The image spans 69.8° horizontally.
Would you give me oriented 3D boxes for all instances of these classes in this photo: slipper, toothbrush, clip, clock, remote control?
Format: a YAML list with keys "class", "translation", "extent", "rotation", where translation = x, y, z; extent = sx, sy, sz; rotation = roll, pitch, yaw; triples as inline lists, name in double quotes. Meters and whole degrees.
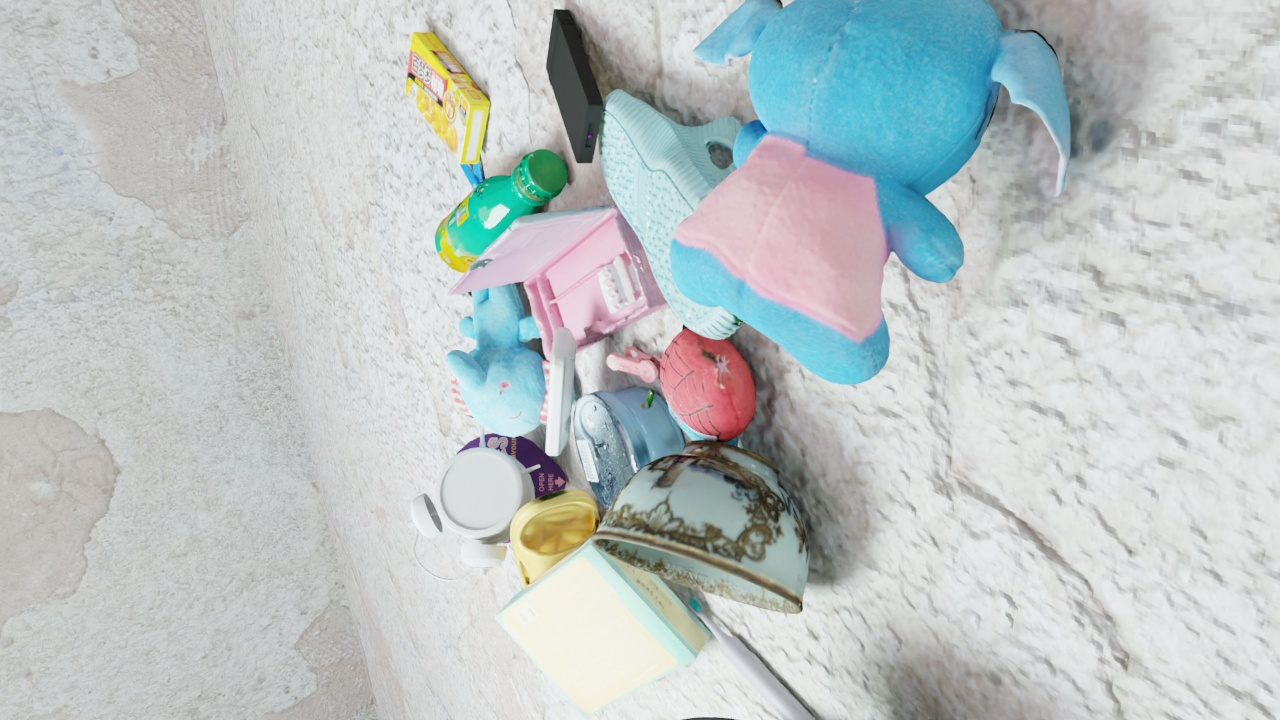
- class: "slipper"
  translation: [-0.080, 0.242, 1.009]
  extent: [0.078, 0.099, 0.264]
  rotation: [47, 147, 35]
- class: "toothbrush"
  translation: [0.096, 0.264, 0.784]
  extent: [0.188, 0.018, 0.019]
  rotation: [38, 136, 46]
- class: "clip"
  translation: [0.000, 0.002, 0.805]
  extent: [0.060, 0.045, 0.023]
  rotation: [5, 118, 25]
- class: "slipper"
  translation: [0.033, -0.111, 0.630]
  extent: [0.276, 0.069, 0.116]
  rotation: [-118, 25, -50]
- class: "clock"
  translation: [-0.182, 0.163, 0.997]
  extent: [0.120, 0.159, 0.061]
  rotation: [31, 168, 11]
- class: "clock"
  translation: [-0.018, 0.081, 0.838]
  extent: [0.162, 0.060, 0.118]
  rotation: [-12, 95, 63]
- class: "remote control"
  translation: [-0.073, 0.031, 0.843]
  extent: [0.050, 0.022, 0.134]
  rotation: [-89, 5, -45]
- class: "remote control"
  translation: [-0.054, -0.221, 0.733]
  extent: [0.058, 0.013, 0.133]
  rotation: [108, 152, -48]

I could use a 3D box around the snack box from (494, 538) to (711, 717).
- class: "snack box"
  translation: [-0.043, 0.260, 0.898]
  extent: [0.141, 0.044, 0.194]
  rotation: [47, 129, 0]

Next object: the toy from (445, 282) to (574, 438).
- class: "toy"
  translation: [-0.154, -0.001, 0.980]
  extent: [0.184, 0.114, 0.181]
  rotation: [3, 109, 41]

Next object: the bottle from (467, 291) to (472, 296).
- class: "bottle"
  translation: [-0.163, -0.092, 1.023]
  extent: [0.123, 0.033, 0.033]
  rotation: [-8, 99, 61]

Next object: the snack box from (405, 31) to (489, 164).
- class: "snack box"
  translation: [-0.212, -0.286, 0.994]
  extent: [0.152, 0.025, 0.075]
  rotation: [53, 139, 32]

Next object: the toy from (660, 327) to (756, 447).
- class: "toy"
  translation: [0.046, 0.026, 0.692]
  extent: [0.133, 0.062, 0.092]
  rotation: [102, 146, -61]

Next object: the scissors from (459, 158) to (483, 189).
- class: "scissors"
  translation: [-0.175, -0.188, 1.009]
  extent: [0.123, 0.016, 0.125]
  rotation: [20, 123, 51]

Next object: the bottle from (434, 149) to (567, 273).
- class: "bottle"
  translation: [-0.137, -0.147, 0.906]
  extent: [0.210, 0.068, 0.068]
  rotation: [-23, 86, 55]

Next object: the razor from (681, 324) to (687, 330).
- class: "razor"
  translation: [0.061, -0.047, 0.664]
  extent: [0.044, 0.021, 0.144]
  rotation: [65, 154, 13]

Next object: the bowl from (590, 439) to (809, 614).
- class: "bowl"
  translation: [0.054, 0.114, 0.669]
  extent: [0.160, 0.160, 0.093]
  rotation: [-19, 49, 62]

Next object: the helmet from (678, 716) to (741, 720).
- class: "helmet"
  translation: [0.112, 0.330, 0.608]
  extent: [0.275, 0.200, 0.176]
  rotation: [1, 63, 47]

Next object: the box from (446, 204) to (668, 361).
- class: "box"
  translation: [-0.083, -0.057, 0.813]
  extent: [0.233, 0.115, 0.106]
  rotation: [-20, 89, 63]

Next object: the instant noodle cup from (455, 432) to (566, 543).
- class: "instant noodle cup"
  translation: [-0.157, 0.164, 1.098]
  extent: [0.122, 0.137, 0.121]
  rotation: [99, 170, -64]

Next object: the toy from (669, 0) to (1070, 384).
- class: "toy"
  translation: [0.086, -0.101, 0.453]
  extent: [0.224, 0.098, 0.191]
  rotation: [32, 100, 34]
